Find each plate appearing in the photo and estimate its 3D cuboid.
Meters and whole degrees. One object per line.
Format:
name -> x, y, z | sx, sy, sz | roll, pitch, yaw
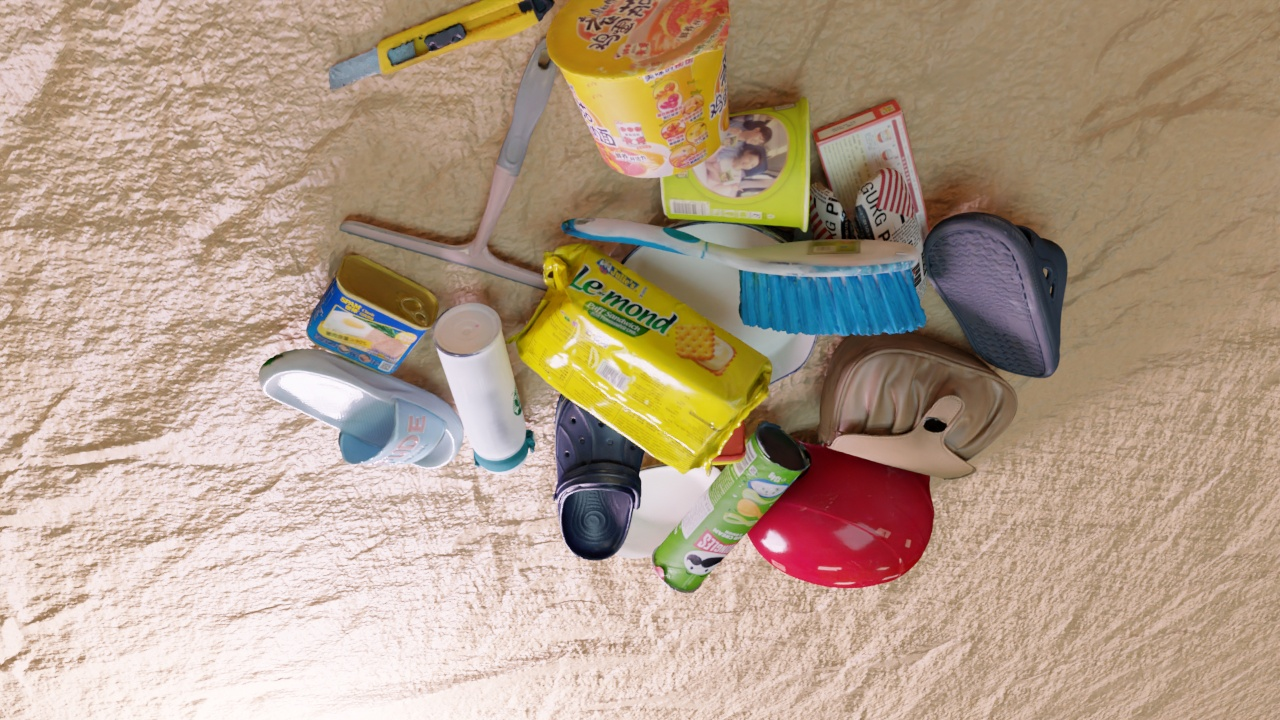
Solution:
plate -> 0.030, 0.175, 1.123 | 0.164, 0.034, 0.164 | -12, 131, 7
plate -> 0.073, -0.054, 0.889 | 0.205, 0.045, 0.205 | 7, 129, 8

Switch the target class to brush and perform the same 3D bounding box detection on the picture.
brush -> 0.087, -0.079, 0.806 | 0.315, 0.060, 0.110 | 1, 126, 16

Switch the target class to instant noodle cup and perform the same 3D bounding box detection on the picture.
instant noodle cup -> 0.008, -0.216, 0.708 | 0.138, 0.137, 0.110 | -12, 139, 7
instant noodle cup -> 0.080, -0.164, 0.779 | 0.123, 0.111, 0.112 | 0, 133, 8

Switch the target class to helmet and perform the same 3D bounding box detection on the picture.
helmet -> 0.232, 0.194, 1.085 | 0.240, 0.143, 0.207 | -19, 133, 14

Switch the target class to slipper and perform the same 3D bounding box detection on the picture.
slipper -> -0.281, 0.063, 0.950 | 0.104, 0.074, 0.245 | -24, 142, 27
slipper -> -0.047, 0.122, 1.008 | 0.105, 0.095, 0.253 | 6, 118, -7
slipper -> 0.354, -0.076, 0.889 | 0.111, 0.083, 0.268 | 19, 162, 40

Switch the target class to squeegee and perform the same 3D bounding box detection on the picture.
squeegee -> -0.119, -0.165, 0.805 | 0.247, 0.040, 0.250 | 16, 129, -17

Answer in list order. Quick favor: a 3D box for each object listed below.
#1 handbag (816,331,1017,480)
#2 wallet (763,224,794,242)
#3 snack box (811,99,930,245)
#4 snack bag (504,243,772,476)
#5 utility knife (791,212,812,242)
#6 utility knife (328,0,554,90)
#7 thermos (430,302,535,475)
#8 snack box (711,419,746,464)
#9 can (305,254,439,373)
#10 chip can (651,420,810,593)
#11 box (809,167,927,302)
handbag -> 0.294, 0.052, 0.978 | 0.204, 0.099, 0.148 | 15, 114, -16
wallet -> 0.136, -0.074, 0.917 | 0.097, 0.019, 0.121 | 19, 129, -17
snack box -> 0.215, -0.155, 0.842 | 0.077, 0.027, 0.156 | -18, 130, 13
snack bag -> -0.005, 0.005, 0.870 | 0.246, 0.068, 0.158 | 33, 138, 0
utility knife -> 0.147, -0.069, 0.900 | 0.029, 0.013, 0.183 | 4, 130, -6
utility knife -> -0.164, -0.255, 0.734 | 0.202, 0.015, 0.033 | -17, 128, 11
thermos -> -0.157, 0.039, 0.954 | 0.073, 0.073, 0.225 | -5, 141, 0
snack box -> 0.073, 0.058, 0.985 | 0.082, 0.091, 0.080 | -2, 126, -4
can -> -0.262, -0.042, 0.894 | 0.102, 0.057, 0.083 | 28, 127, -25
chip can -> 0.099, 0.173, 1.054 | 0.072, 0.072, 0.237 | 20, 125, -21
box -> 0.213, -0.103, 0.838 | 0.086, 0.075, 0.162 | -27, 127, -1
